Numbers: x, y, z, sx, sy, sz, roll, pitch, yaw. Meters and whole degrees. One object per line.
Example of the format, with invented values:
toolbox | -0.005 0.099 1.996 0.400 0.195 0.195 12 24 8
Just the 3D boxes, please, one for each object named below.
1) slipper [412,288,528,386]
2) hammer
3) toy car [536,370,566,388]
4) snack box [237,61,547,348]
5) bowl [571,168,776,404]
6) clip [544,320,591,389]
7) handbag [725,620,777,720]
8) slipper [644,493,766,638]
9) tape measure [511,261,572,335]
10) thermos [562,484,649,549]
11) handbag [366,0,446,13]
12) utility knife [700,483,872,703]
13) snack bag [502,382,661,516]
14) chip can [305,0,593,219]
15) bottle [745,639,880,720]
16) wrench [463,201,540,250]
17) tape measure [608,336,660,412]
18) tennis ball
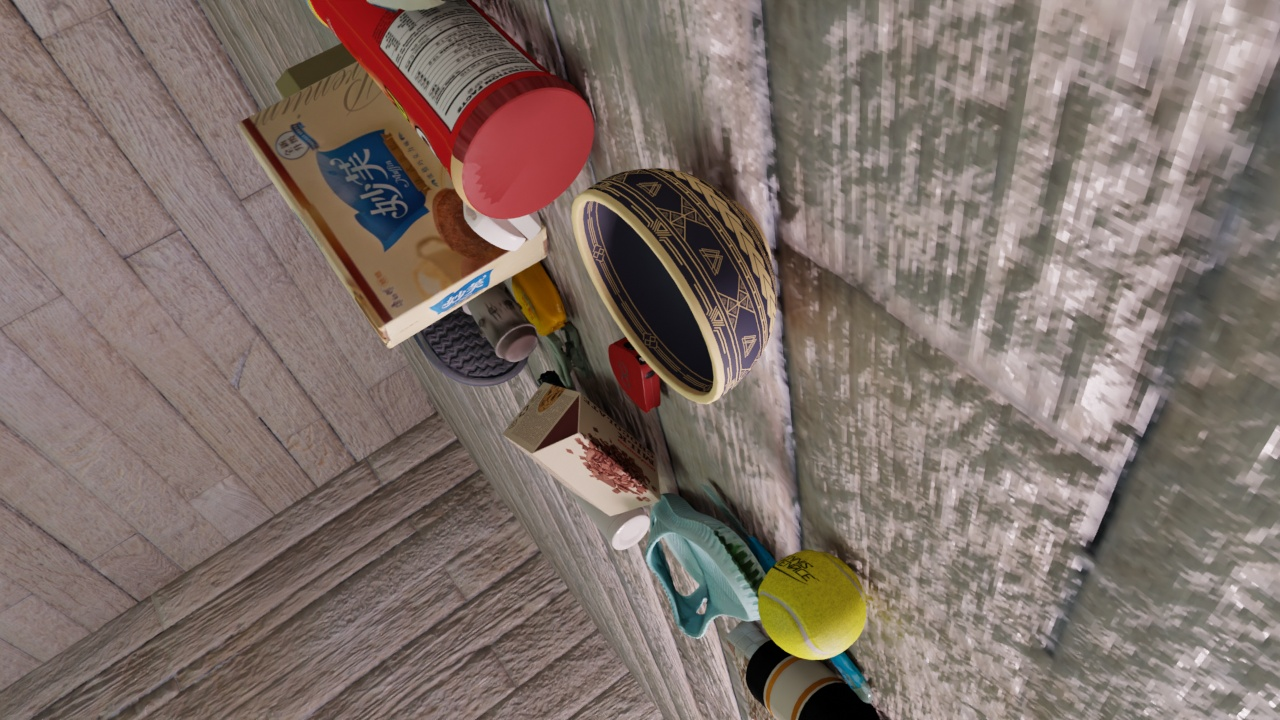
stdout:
slipper | -0.223 -0.087 1.018 0.268 0.110 0.083 60 168 -1
hammer | -0.190 -0.122 0.830 0.325 0.100 0.190 51 164 26
toy car | -0.073 0.060 0.991 0.112 0.034 0.046 60 164 -9
snack box | -0.194 -0.136 0.734 0.207 0.153 0.055 54 164 8
bowl | 0.025 -0.043 0.427 0.112 0.061 0.113 51 164 20
clip | -0.067 -0.003 0.857 0.023 0.043 0.076 47 163 36
handbag | 0.152 0.330 0.838 0.186 0.047 0.124 30 142 58
slipper | 0.044 0.178 0.795 0.116 0.069 0.276 61 169 -1
tape measure | -0.088 -0.052 0.813 0.068 0.030 0.059 59 165 9
thermos | -0.073 0.134 1.108 0.224 0.052 0.052 44 161 37
handbag | -0.122 -0.243 0.447 0.176 0.074 0.151 47 162 28
utility knife | 0.111 0.175 0.706 0.207 0.015 0.031 53 160 17
snack bag | -0.052 0.084 0.857 0.094 0.069 0.206 41 169 -17
chip can | -0.121 -0.181 0.548 0.213 0.087 0.087 49 163 28
bottle | 0.153 0.282 0.707 0.182 0.059 0.059 27 147 61
wrench | -0.158 -0.196 0.703 0.018 0.066 0.273 -41 75 32
tape measure | -0.004 0.004 0.696 0.051 0.019 0.059 47 155 38
tennis ball | 0.106 0.151 0.569 0.065 0.065 0.065 51 164 20
